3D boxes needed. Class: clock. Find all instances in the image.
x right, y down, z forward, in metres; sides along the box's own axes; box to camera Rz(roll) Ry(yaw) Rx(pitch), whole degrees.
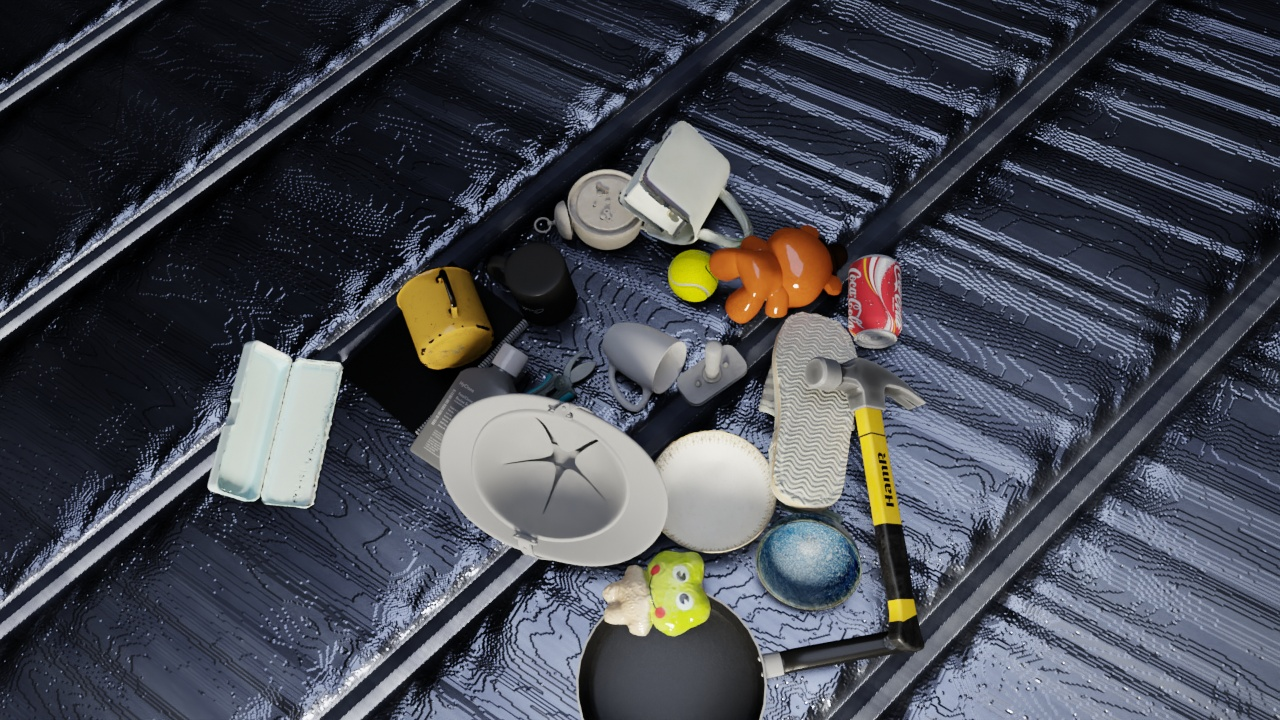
[{"bbox_3d":[-0.065,-0.193,1.233,0.157,0.061,0.103,-13,68,-7],"label":"clock"}]

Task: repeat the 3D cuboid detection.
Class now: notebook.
[{"bbox_3d":[-0.268,-0.018,1.205,0.149,0.016,0.206,37,76,20],"label":"notebook"}]

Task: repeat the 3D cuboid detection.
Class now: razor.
[{"bbox_3d":[0.086,0.003,1.099,0.088,0.116,0.047,-34,72,-8],"label":"razor"}]

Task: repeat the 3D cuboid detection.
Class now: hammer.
[{"bbox_3d":[0.271,0.152,1.011,0.169,0.034,0.324,10,64,-34],"label":"hammer"}]

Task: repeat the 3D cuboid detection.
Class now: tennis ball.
[{"bbox_3d":[0.068,-0.108,1.176,0.065,0.065,0.065,-2,67,6],"label":"tennis ball"}]

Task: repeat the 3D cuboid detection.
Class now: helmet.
[{"bbox_3d":[-0.090,0.127,1.074,0.271,0.117,0.183,18,101,9],"label":"helmet"}]

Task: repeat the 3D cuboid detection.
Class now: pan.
[{"bbox_3d":[0.108,0.337,0.994,0.356,0.044,0.203,-11,66,2],"label":"pan"}]

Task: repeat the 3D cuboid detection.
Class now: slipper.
[{"bbox_3d":[0.198,0.058,1.078,0.114,0.054,0.271,8,52,3],"label":"slipper"}]

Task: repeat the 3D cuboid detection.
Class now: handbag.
[{"bbox_3d":[0.071,-0.206,1.206,0.176,0.074,0.150,37,51,-12],"label":"handbag"}]

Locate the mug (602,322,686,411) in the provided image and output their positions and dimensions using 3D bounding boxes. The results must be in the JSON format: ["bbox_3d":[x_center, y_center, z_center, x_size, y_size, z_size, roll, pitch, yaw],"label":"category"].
[{"bbox_3d":[-0.007,0.007,1.143,0.089,0.071,0.107,28,100,26],"label":"mug"}]

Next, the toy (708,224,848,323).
[{"bbox_3d":[0.179,-0.113,1.148,0.176,0.096,0.112,-17,76,-6],"label":"toy"}]

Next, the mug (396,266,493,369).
[{"bbox_3d":[-0.240,-0.056,1.143,0.100,0.124,0.094,-16,65,-22],"label":"mug"}]

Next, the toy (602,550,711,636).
[{"bbox_3d":[0.015,0.254,0.996,0.118,0.043,0.092,-11,65,4],"label":"toy"}]

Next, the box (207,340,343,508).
[{"bbox_3d":[-0.458,0.080,1.158,0.126,0.074,0.197,9,68,-10],"label":"box"}]

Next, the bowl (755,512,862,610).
[{"bbox_3d":[0.189,0.213,1.021,0.114,0.060,0.114,5,111,14],"label":"bowl"}]

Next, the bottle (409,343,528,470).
[{"bbox_3d":[-0.198,0.060,1.130,0.084,0.046,0.173,30,84,19],"label":"bottle"}]

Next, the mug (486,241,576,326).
[{"bbox_3d":[-0.144,-0.103,1.187,0.114,0.088,0.078,18,70,14],"label":"mug"}]

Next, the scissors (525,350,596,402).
[{"bbox_3d":[-0.122,0.051,1.157,0.124,0.019,0.155,2,67,8],"label":"scissors"}]

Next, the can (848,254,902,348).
[{"bbox_3d":[0.290,-0.073,1.136,0.064,0.064,0.104,2,67,8],"label":"can"}]

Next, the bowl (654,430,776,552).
[{"bbox_3d":[0.083,0.159,1.062,0.145,0.063,0.145,-3,66,6],"label":"bowl"}]

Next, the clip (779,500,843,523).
[{"bbox_3d":[0.197,0.174,1.063,0.076,0.043,0.023,26,71,15],"label":"clip"}]
